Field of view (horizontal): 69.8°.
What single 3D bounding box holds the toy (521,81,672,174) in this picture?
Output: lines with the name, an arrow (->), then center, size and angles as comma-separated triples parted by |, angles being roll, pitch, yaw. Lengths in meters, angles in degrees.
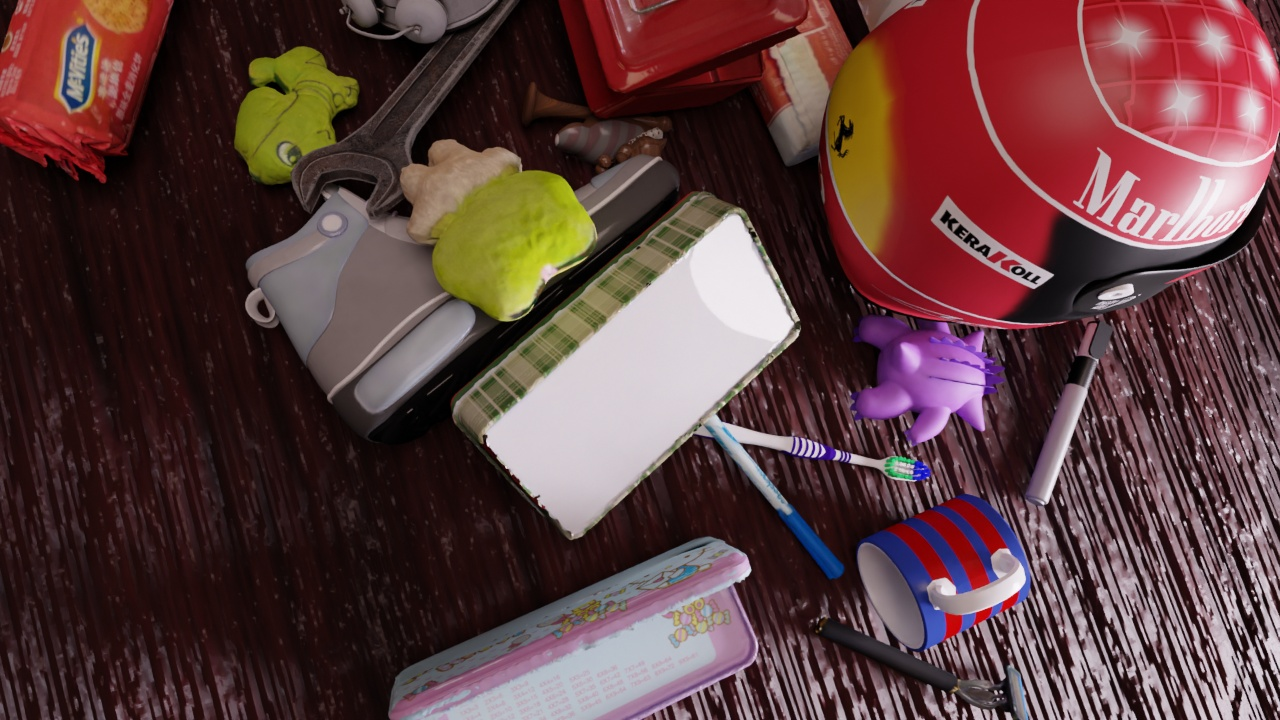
toy -> -0.027, -0.150, 0.613 | 0.101, 0.042, 0.054 | 5, 68, -14

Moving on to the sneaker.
sneaker -> -0.108, -0.078, 0.569 | 0.256, 0.093, 0.160 | -41, 80, -15

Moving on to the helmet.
helmet -> 0.240, -0.122, 0.533 | 0.270, 0.225, 0.197 | 2, 76, -21

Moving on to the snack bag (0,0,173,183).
snack bag -> -0.336, -0.196, 0.554 | 0.082, 0.082, 0.176 | 12, 78, -7

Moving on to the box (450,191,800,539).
box -> -0.003, 0.003, 0.553 | 0.205, 0.050, 0.118 | -43, 130, -8

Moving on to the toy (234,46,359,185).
toy -> -0.219, -0.154, 0.585 | 0.094, 0.036, 0.093 | 41, 73, 6

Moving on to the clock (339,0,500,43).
clock -> -0.142, -0.247, 0.592 | 0.094, 0.035, 0.122 | 21, 61, 18

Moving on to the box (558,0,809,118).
box -> 0.019, -0.245, 0.574 | 0.152, 0.165, 0.157 | -14, 97, 15

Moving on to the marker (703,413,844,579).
marker -> 0.084, 0.086, 0.595 | 0.013, 0.013, 0.142 | -41, 95, -14

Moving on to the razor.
razor -> 0.181, 0.199, 0.596 | 0.144, 0.022, 0.042 | 21, 35, -1

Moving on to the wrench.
wrench -> -0.124, -0.191, 0.585 | 0.070, 0.010, 0.272 | 22, 63, 13

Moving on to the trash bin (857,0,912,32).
trash bin -> 0.204, -0.316, 0.618 | 0.195, 0.196, 0.199 | -19, 74, -12

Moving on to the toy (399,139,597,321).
toy -> -0.085, -0.078, 0.505 | 0.118, 0.043, 0.092 | 40, 74, 19

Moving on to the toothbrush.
toothbrush -> 0.104, 0.057, 0.610 | 0.186, 0.016, 0.015 | 12, 80, -8

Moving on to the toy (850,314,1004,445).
toy -> 0.193, 0.006, 0.613 | 0.088, 0.056, 0.106 | 11, 70, -12

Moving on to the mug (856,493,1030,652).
mug -> 0.193, 0.131, 0.562 | 0.076, 0.112, 0.075 | -21, 89, -13

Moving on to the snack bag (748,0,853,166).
snack bag -> 0.092, -0.252, 0.653 | 0.077, 0.041, 0.225 | -22, 83, -13

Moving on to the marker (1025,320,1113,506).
marker -> 0.301, 0.036, 0.646 | 0.016, 0.016, 0.140 | 27, 77, -4

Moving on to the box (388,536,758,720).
box -> -0.030, 0.177, 0.526 | 0.214, 0.093, 0.089 | -21, 84, -13
